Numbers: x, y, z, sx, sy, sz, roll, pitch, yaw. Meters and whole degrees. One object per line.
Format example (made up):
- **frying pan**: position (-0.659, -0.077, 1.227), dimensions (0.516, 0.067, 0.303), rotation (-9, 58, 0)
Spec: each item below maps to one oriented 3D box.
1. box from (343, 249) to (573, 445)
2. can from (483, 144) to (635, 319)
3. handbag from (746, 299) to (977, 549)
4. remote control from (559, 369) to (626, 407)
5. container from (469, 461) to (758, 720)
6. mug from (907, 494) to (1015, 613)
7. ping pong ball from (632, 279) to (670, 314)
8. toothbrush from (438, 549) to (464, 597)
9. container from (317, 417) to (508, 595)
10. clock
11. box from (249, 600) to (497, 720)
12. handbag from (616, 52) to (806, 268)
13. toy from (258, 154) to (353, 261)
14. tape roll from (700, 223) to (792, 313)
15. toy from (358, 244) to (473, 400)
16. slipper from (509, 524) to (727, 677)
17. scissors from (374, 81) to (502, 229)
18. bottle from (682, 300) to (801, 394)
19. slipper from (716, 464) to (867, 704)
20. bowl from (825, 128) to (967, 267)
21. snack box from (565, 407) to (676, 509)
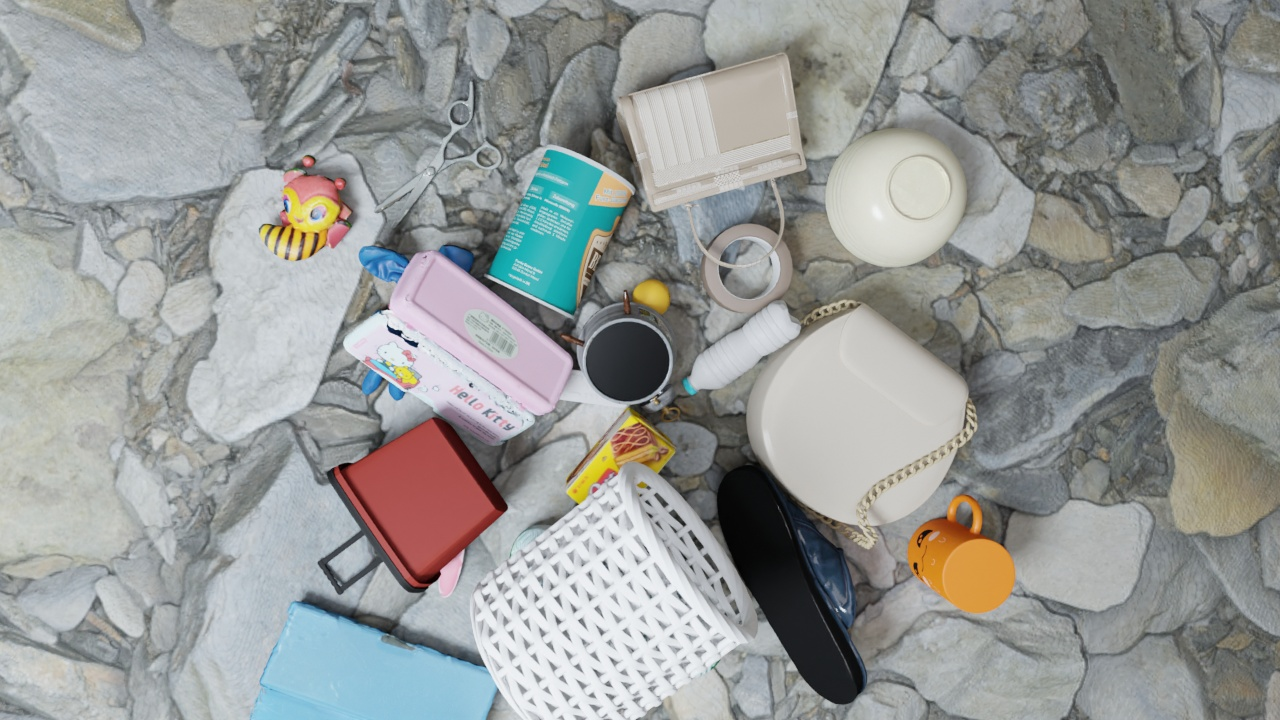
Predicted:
- **box**: position (-0.178, -0.005, 0.910), dimensions (0.201, 0.102, 0.110), rotation (39, 55, -31)
- **can**: position (-0.081, -0.128, 0.922), dimensions (0.099, 0.099, 0.144), rotation (26, 91, -6)
- **handbag**: position (0.225, 0.062, 0.958), dimensions (0.210, 0.103, 0.208), rotation (36, 86, -7)
- **remote control**: position (-0.077, 0.025, 0.974), dimensions (0.131, 0.012, 0.033), rotation (8, 95, -5)
- **container**: position (-0.023, 0.221, 0.832), dimensions (0.187, 0.189, 0.189), rotation (-39, 96, 9)
- **mug**: position (0.342, 0.199, 0.978), dimensions (0.077, 0.096, 0.112), rotation (10, 92, -6)
- **ping pong ball**: position (0.012, -0.065, 0.963), dimensions (0.040, 0.040, 0.040), rotation (0, 93, -5)
- **toothbrush**: position (-0.192, 0.187, 0.971), dimensions (0.021, 0.016, 0.135), rotation (14, 91, -2)
- **container**: position (-0.248, 0.162, 0.909), dimensions (0.200, 0.127, 0.148), rotation (-36, 83, -4)
- **clock**: position (-0.006, 0.005, 0.943), dimensions (0.104, 0.056, 0.148), rotation (-34, 104, 8)
- **box**: position (-0.281, 0.366, 0.955), dimensions (0.231, 0.060, 0.175), rotation (21, 92, -7)
- **handbag**: position (0.087, -0.192, 0.942), dimensions (0.175, 0.062, 0.198), rotation (-16, 88, -4)
- **toy**: position (-0.336, -0.148, 0.927), dimensions (0.084, 0.046, 0.103), rotation (34, 93, -12)
- **tape roll**: position (0.112, -0.097, 0.974), dimensions (0.093, 0.030, 0.093), rotation (0, 93, -5)
- **toy**: position (-0.245, -0.045, 0.931), dimensions (0.112, 0.071, 0.176), rotation (18, 91, -17)
- **slipper**: position (-0.020, 0.241, 0.964), dimensions (0.245, 0.074, 0.104), rotation (22, 93, 10)
- **scissors**: position (-0.215, -0.212, 0.949), dimensions (0.153, 0.014, 0.131), rotation (-17, 95, -7)
- **bottle**: position (0.103, -0.009, 0.962), dimensions (0.136, 0.044, 0.044), rotation (-36, 96, 15)
- **slipper**: position (0.174, 0.224, 0.973), dimensions (0.083, 0.109, 0.265), rotation (-26, 88, -34)
- **bowl**: position (0.278, -0.175, 0.963), dimensions (0.150, 0.075, 0.151), rotation (0, 93, -6)
- **snack box**: position (-0.021, 0.108, 0.948), dimensions (0.061, 0.083, 0.106), rotation (40, 90, -5)
